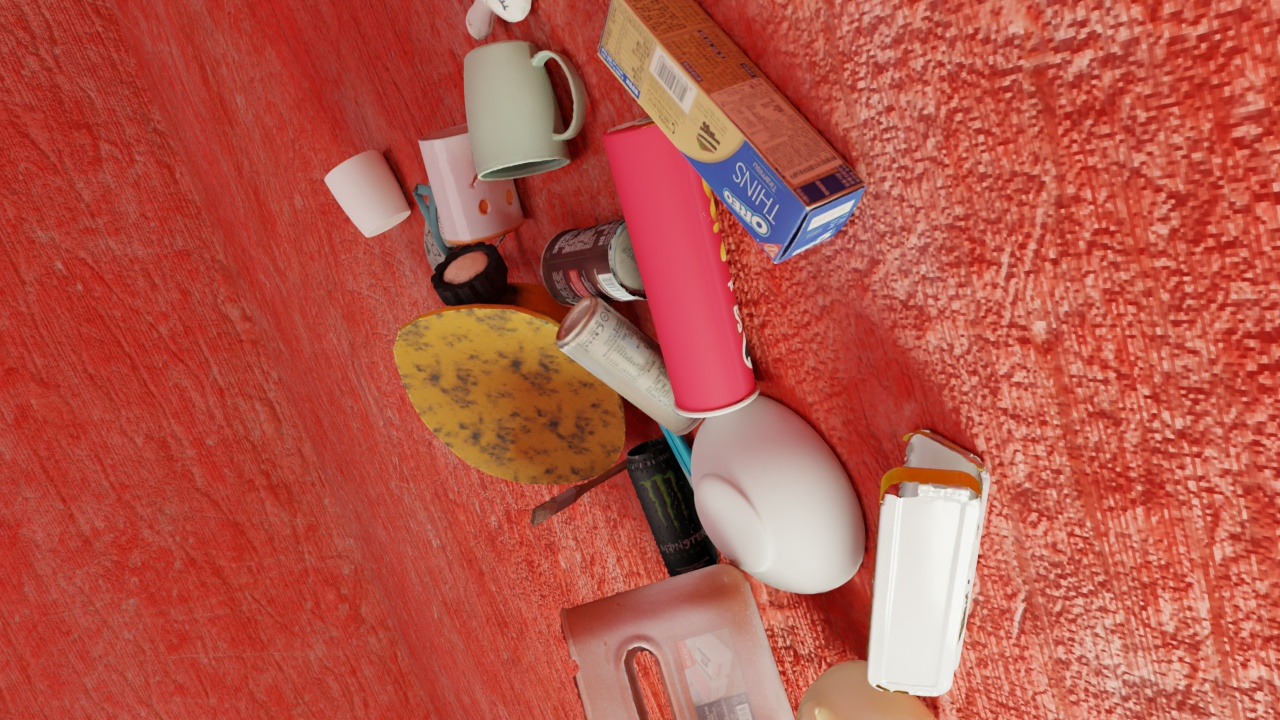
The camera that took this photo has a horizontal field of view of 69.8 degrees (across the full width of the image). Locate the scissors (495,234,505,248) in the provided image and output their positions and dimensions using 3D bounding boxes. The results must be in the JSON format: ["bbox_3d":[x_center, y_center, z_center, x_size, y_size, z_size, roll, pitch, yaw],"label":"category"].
[{"bbox_3d":[-0.190,-0.061,0.991,0.015,0.201,0.204,32,172,-7],"label":"scissors"}]

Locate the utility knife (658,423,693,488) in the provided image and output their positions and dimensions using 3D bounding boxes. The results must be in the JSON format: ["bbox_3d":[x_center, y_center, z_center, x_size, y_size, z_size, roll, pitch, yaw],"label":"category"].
[{"bbox_3d":[0.015,0.042,0.850,0.022,0.015,0.176,-20,102,53],"label":"utility knife"}]

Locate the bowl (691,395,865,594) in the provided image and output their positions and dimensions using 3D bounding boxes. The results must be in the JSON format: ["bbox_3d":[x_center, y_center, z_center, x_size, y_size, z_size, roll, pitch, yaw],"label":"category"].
[{"bbox_3d":[0.095,0.119,0.747,0.176,0.066,0.177,39,144,37],"label":"bowl"}]

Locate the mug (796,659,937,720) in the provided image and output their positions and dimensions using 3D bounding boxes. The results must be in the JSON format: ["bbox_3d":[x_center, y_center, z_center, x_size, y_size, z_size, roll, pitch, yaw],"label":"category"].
[{"bbox_3d":[0.168,0.289,0.716,0.096,0.120,0.099,-58,43,15],"label":"mug"}]

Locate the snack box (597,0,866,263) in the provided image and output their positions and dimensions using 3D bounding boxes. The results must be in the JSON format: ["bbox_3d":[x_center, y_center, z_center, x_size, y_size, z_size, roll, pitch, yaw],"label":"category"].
[{"bbox_3d":[0.053,-0.158,0.594,0.206,0.056,0.057,53,149,18],"label":"snack box"}]

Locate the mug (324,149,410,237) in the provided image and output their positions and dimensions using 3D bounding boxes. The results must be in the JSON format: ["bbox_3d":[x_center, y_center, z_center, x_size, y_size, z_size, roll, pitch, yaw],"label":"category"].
[{"bbox_3d":[-0.350,-0.216,1.206,0.087,0.081,0.114,59,-177,-6],"label":"mug"}]

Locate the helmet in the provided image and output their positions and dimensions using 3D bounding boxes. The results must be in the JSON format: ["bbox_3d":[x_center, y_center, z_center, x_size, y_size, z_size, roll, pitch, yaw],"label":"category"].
[{"bbox_3d":[-0.112,-0.002,0.897,0.206,0.131,0.255,-9,134,19],"label":"helmet"}]

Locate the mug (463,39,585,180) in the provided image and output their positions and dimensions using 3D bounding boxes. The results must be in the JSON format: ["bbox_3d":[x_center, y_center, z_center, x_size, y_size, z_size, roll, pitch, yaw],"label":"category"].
[{"bbox_3d":[-0.097,-0.217,0.782,0.111,0.084,0.104,-8,96,32],"label":"mug"}]

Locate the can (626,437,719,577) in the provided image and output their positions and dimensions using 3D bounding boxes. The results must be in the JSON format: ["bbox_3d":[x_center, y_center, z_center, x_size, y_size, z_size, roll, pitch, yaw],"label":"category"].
[{"bbox_3d":[0.031,0.146,0.889,0.054,0.053,0.138,-4,110,60],"label":"can"}]

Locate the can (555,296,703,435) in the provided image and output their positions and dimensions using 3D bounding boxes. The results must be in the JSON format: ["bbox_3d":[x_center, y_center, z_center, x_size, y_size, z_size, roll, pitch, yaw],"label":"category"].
[{"bbox_3d":[-0.005,0.004,0.765,0.135,0.054,0.054,38,159,-22],"label":"can"}]

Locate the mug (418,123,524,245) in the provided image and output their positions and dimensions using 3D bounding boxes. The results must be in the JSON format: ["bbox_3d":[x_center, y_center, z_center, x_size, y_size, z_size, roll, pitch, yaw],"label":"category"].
[{"bbox_3d":[-0.169,-0.178,0.917,0.082,0.082,0.105,19,129,52],"label":"mug"}]

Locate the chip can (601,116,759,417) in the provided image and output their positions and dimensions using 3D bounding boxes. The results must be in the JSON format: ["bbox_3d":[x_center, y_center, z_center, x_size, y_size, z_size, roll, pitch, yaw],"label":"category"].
[{"bbox_3d":[0.032,-0.071,0.689,0.069,0.069,0.221,14,125,55],"label":"chip can"}]

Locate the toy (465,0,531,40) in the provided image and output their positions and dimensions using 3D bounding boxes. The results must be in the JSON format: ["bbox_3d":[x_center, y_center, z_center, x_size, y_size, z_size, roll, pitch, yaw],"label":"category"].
[{"bbox_3d":[-0.120,-0.320,0.765,0.123,0.037,0.079,-5,102,57],"label":"toy"}]

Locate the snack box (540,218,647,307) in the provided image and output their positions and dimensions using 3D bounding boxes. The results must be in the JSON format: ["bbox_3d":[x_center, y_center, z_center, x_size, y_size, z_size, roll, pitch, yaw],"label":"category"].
[{"bbox_3d":[-0.026,-0.082,0.775,0.121,0.072,0.072,0,114,58],"label":"snack box"}]

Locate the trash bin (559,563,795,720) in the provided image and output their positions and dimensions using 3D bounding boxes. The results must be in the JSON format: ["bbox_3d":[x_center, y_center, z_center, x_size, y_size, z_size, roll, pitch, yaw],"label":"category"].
[{"bbox_3d":[0.035,0.288,0.805,0.260,0.157,0.181,88,165,-71],"label":"trash bin"}]

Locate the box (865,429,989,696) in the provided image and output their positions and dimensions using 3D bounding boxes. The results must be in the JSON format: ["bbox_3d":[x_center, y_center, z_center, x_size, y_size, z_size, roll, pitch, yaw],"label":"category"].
[{"bbox_3d":[0.195,0.148,0.629,0.067,0.069,0.210,15,129,29],"label":"box"}]

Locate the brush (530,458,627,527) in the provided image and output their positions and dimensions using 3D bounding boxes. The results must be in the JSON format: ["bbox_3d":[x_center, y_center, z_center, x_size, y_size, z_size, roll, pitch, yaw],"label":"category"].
[{"bbox_3d":[-0.044,0.118,0.895,0.008,0.142,0.045,55,160,17],"label":"brush"}]

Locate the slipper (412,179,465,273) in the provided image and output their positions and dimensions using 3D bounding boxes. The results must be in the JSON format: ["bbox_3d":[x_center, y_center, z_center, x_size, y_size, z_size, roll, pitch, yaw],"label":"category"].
[{"bbox_3d":[-0.239,-0.169,1.075,0.098,0.054,0.269,60,153,11],"label":"slipper"}]
